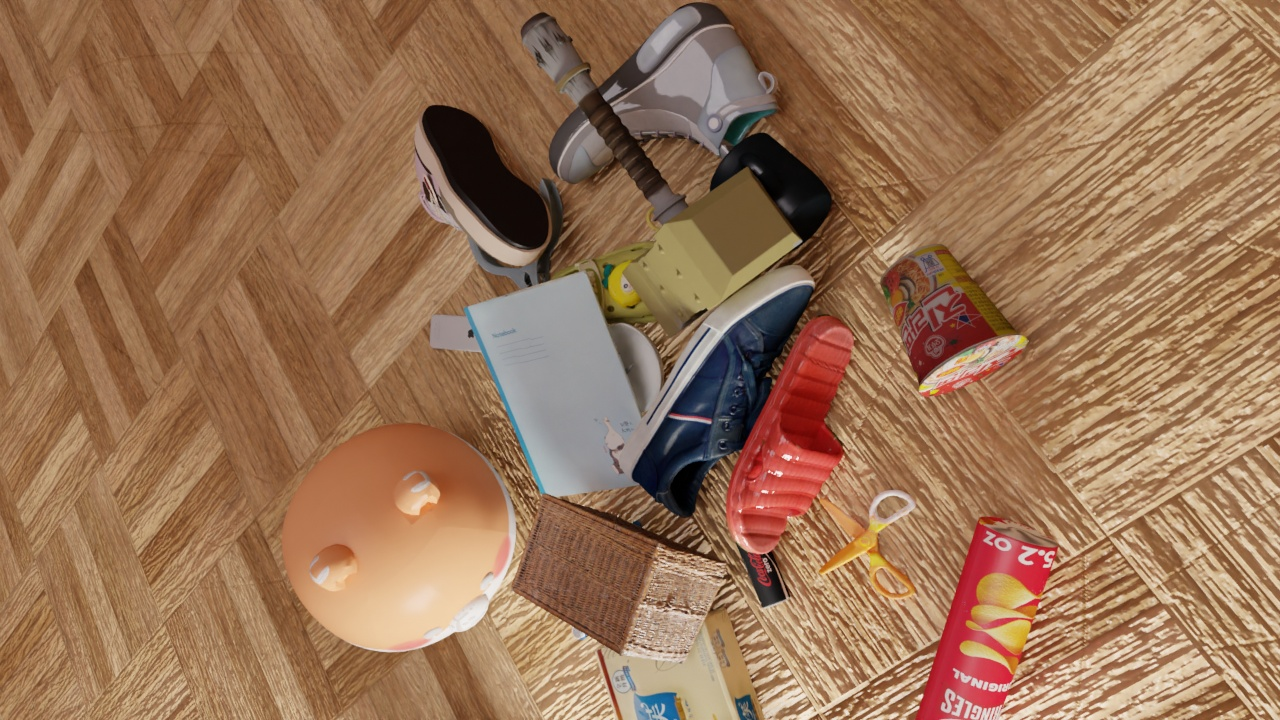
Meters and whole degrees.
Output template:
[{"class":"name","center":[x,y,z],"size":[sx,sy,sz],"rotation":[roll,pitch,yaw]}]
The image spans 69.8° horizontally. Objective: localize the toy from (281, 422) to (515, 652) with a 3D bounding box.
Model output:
[{"class":"toy","center":[-0.277,0.204,1.061],"size":[0.262,0.281,0.265],"rotation":[-43,80,-11]}]

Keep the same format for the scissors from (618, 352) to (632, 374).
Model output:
[{"class":"scissors","center":[-0.053,0.052,1.059],"size":[0.119,0.019,0.151],"rotation":[16,112,39]}]

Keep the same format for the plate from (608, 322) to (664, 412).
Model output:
[{"class":"plate","center":[-0.006,0.006,1.026],"size":[0.104,0.026,0.104],"rotation":[21,120,42]}]

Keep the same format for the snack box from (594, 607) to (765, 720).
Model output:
[{"class":"snack box","center":[0.053,0.388,0.981],"size":[0.154,0.055,0.207],"rotation":[-26,76,30]}]

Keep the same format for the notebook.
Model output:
[{"class":"notebook","center":[-0.088,0.037,1.046],"size":[0.181,0.009,0.253],"rotation":[-13,105,33]}]

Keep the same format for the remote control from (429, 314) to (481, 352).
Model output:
[{"class":"remote control","center":[-0.217,-0.034,1.183],"size":[0.147,0.008,0.045],"rotation":[5,92,33]}]

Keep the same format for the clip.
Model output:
[{"class":"clip","center":[-0.164,-0.139,1.139],"size":[0.165,0.031,0.169],"rotation":[5,91,35]}]

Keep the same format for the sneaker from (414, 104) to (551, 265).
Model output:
[{"class":"sneaker","center":[-0.208,-0.185,1.103],"size":[0.293,0.111,0.117],"rotation":[53,132,35]}]

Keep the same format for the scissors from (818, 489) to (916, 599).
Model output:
[{"class":"scissors","center":[0.224,0.174,0.895],"size":[0.125,0.011,0.131],"rotation":[43,110,24]}]

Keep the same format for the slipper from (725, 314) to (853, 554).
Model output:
[{"class":"slipper","center":[0.156,0.080,0.887],"size":[0.059,0.103,0.249],"rotation":[28,103,45]}]

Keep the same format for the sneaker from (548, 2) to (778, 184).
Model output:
[{"class":"sneaker","center":[0.024,-0.243,0.987],"size":[0.257,0.092,0.160],"rotation":[-41,78,28]}]

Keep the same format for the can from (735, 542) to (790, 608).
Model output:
[{"class":"can","center":[0.125,0.212,0.947],"size":[0.032,0.031,0.080],"rotation":[-30,74,29]}]

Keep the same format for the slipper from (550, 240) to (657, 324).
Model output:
[{"class":"slipper","center":[-0.042,-0.084,1.028],"size":[0.191,0.081,0.091],"rotation":[-8,83,35]}]

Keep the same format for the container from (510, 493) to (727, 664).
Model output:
[{"class":"container","center":[-0.027,0.226,0.963],"size":[0.199,0.113,0.112],"rotation":[15,82,45]}]

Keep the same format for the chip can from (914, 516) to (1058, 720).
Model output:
[{"class":"chip can","center":[0.300,0.252,0.811],"size":[0.069,0.069,0.221],"rotation":[20,100,31]}]

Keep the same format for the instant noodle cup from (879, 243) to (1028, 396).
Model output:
[{"class":"instant noodle cup","center":[0.269,-0.039,0.821],"size":[0.101,0.100,0.112],"rotation":[-37,64,28]}]

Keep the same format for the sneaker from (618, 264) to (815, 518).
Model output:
[{"class":"sneaker","center":[0.099,0.045,0.910],"size":[0.127,0.120,0.295],"rotation":[47,119,29]}]

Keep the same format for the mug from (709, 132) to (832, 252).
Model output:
[{"class":"mug","center":[0.125,-0.168,0.894],"size":[0.085,0.121,0.094],"rotation":[-46,67,5]}]

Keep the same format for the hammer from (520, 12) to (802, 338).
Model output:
[{"class":"hammer","center":[-0.007,-0.196,0.886],"size":[0.325,0.100,0.190],"rotation":[54,161,0]}]

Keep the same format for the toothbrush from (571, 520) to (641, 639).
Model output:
[{"class":"toothbrush","center":[-0.040,0.256,1.066],"size":[0.016,0.014,0.167],"rotation":[35,108,28]}]
